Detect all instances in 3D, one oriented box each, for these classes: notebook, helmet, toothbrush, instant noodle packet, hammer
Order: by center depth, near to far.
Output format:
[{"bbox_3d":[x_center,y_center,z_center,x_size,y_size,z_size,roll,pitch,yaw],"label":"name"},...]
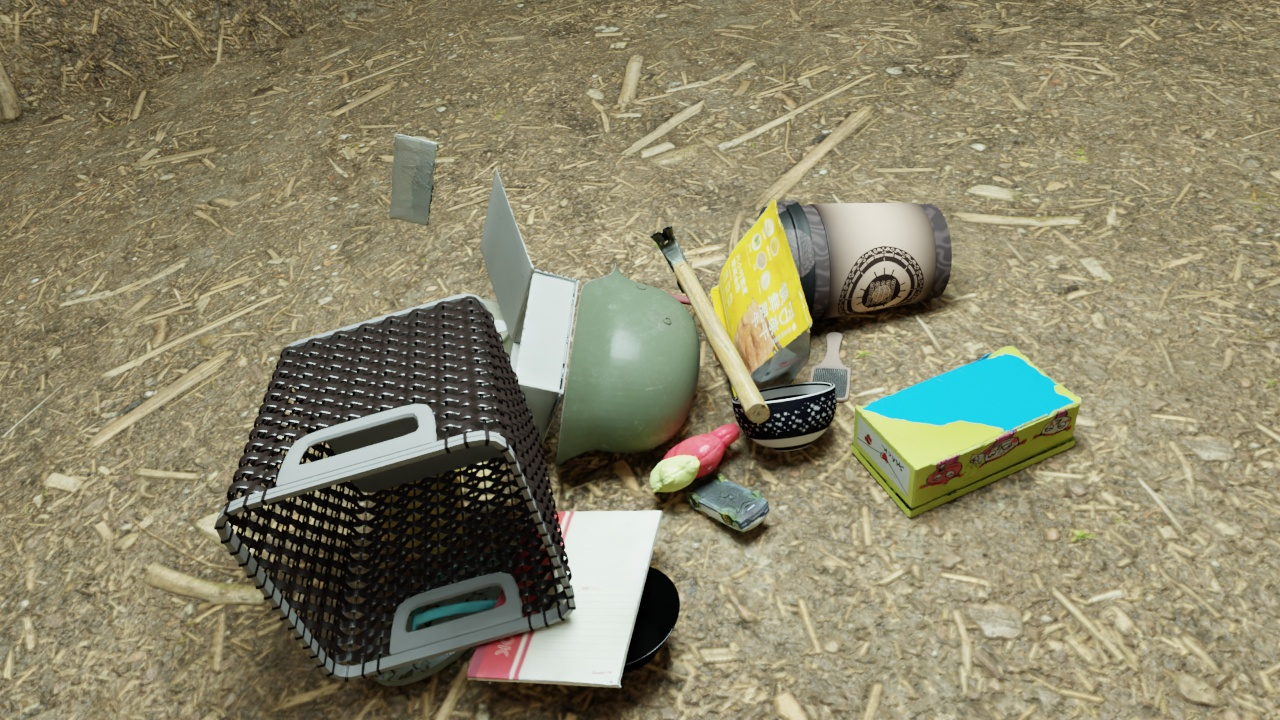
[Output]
[{"bbox_3d":[-0.069,0.227,0.906,0.153,0.012,0.208,-4,36,17],"label":"notebook"},{"bbox_3d":[0.155,-0.069,1.094,0.084,0.222,0.162,-6,69,-9],"label":"instant noodle packet"},{"bbox_3d":[0.082,-0.048,1.100,0.033,0.132,0.330,-27,43,4],"label":"hammer"},{"bbox_3d":[-0.007,0.006,1.106,0.154,0.228,0.267,8,50,-3],"label":"helmet"},{"bbox_3d":[0.076,-0.090,1.337,0.190,0.016,0.016,12,45,25],"label":"toothbrush"}]

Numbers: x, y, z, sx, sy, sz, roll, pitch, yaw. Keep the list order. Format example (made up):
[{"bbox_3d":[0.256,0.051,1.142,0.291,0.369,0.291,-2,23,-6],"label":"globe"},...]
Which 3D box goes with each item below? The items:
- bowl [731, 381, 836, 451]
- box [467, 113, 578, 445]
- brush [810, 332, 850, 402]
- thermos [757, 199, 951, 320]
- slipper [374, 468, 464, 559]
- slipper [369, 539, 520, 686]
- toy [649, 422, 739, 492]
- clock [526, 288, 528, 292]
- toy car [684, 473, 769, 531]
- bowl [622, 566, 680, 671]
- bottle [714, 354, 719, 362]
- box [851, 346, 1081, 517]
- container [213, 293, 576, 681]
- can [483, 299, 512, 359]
[{"bbox_3d":[0.171,0.069,1.071,0.120,0.066,0.120,-10,5,1],"label":"bowl"},{"bbox_3d":[-0.150,-0.102,1.171,0.108,0.167,0.417,1,59,-18],"label":"box"},{"bbox_3d":[0.247,0.003,1.185,0.050,0.015,0.135,3,41,15],"label":"brush"},{"bbox_3d":[0.284,-0.137,1.236,0.226,0.173,0.172,-6,38,-5],"label":"thermos"},{"bbox_3d":[-0.267,0.122,1.103,0.099,0.078,0.263,-14,60,-3],"label":"slipper"},{"bbox_3d":[-0.170,0.235,0.968,0.268,0.055,0.098,-30,40,-24],"label":"slipper"},{"bbox_3d":[0.062,0.111,1.052,0.134,0.045,0.092,-30,1,-42],"label":"toy"},{"bbox_3d":[-0.148,-0.074,1.290,0.057,0.118,0.083,-17,39,-19],"label":"clock"},{"bbox_3d":[0.096,0.158,1.015,0.048,0.033,0.105,-34,31,-25],"label":"toy car"},{"bbox_3d":[-0.016,0.263,0.892,0.124,0.052,0.123,-12,34,8],"label":"bowl"},{"bbox_3d":[0.127,-0.046,1.235,0.063,0.063,0.108,4,51,17],"label":"bottle"},{"bbox_3d":[0.362,0.075,1.026,0.220,0.079,0.124,-20,41,-16],"label":"box"},{"bbox_3d":[-0.220,0.111,0.889,0.247,0.246,0.243,-16,38,0],"label":"container"},{"bbox_3d":[-0.230,-0.019,1.274,0.128,0.073,0.127,-6,39,5],"label":"can"}]
